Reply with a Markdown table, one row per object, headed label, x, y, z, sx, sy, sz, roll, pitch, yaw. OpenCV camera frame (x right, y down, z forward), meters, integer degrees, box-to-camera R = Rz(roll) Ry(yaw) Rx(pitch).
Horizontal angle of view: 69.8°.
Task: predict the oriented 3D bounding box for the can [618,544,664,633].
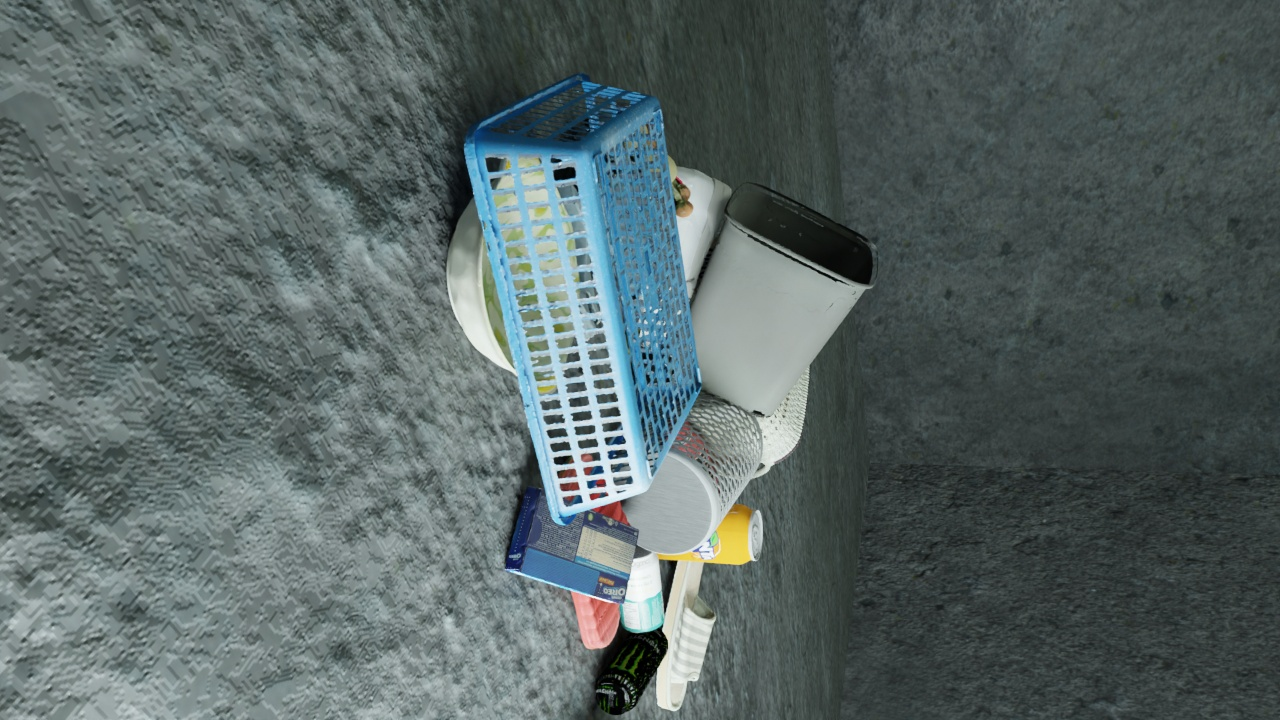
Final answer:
| label | x | y | z | sx | sy | sz | roll | pitch | yaw |
| --- | --- | --- | --- | --- | --- | --- | --- | --- | --- |
| can | -0.002 | 0.278 | 1.120 | 0.054 | 0.055 | 0.102 | -40 | 126 | -64 |

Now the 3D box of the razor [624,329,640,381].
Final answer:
| label | x | y | z | sx | sy | sz | roll | pitch | yaw |
| --- | --- | --- | --- | --- | --- | --- | --- | --- | --- |
| razor | -0.007 | 0.007 | 1.163 | 0.106 | 0.026 | 0.042 | 75 | 22 | -44 |

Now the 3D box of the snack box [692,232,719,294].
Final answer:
| label | x | y | z | sx | sy | sz | roll | pitch | yaw |
| --- | --- | --- | --- | --- | --- | --- | --- | --- | --- |
| snack box | 0.101 | -0.135 | 1.269 | 0.026 | 0.150 | 0.082 | -49 | 133 | -61 |

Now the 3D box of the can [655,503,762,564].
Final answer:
| label | x | y | z | sx | sy | sz | roll | pitch | yaw |
| --- | --- | --- | --- | --- | --- | --- | --- | --- | --- |
| can | 0.087 | 0.231 | 1.234 | 0.079 | 0.143 | 0.079 | 0 | 89 | -70 |

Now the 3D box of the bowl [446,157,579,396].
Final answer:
| label | x | y | z | sx | sy | sz | roll | pitch | yaw |
| --- | --- | --- | --- | --- | --- | --- | --- | --- | --- |
| bowl | -0.117 | -0.074 | 0.809 | 0.188 | 0.060 | 0.219 | -37 | 123 | -65 |

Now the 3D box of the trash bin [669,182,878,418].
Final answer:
| label | x | y | z | sx | sy | sz | roll | pitch | yaw |
| --- | --- | --- | --- | --- | --- | --- | --- | --- | --- |
| trash bin | 0.157 | -0.071 | 1.159 | 0.221 | 0.197 | 0.196 | -64 | 177 | 29 |

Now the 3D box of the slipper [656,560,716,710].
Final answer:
| label | x | y | z | sx | sy | sz | roll | pitch | yaw |
| --- | --- | --- | --- | --- | --- | --- | --- | --- | --- |
| slipper | 0.071 | 0.357 | 1.302 | 0.114 | 0.054 | 0.272 | 28 | 68 | -64 |

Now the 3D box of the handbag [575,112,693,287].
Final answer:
| label | x | y | z | sx | sy | sz | roll | pitch | yaw |
| --- | --- | --- | --- | --- | --- | --- | --- | --- | --- |
| handbag | -0.004 | -0.179 | 1.022 | 0.121 | 0.119 | 0.192 | -99 | 169 | -50 |

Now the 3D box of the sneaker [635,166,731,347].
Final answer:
| label | x | y | z | sx | sy | sz | roll | pitch | yaw |
| --- | --- | --- | --- | --- | --- | --- | --- | --- | --- |
| sneaker | 0.023 | -0.138 | 1.174 | 0.236 | 0.104 | 0.090 | -66 | -164 | -1 |

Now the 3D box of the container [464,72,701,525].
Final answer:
| label | x | y | z | sx | sy | sz | roll | pitch | yaw |
| --- | --- | --- | --- | --- | --- | --- | --- | --- | --- |
| container | -0.027 | -0.063 | 0.837 | 0.256 | 0.089 | 0.363 | -56 | 141 | -58 |

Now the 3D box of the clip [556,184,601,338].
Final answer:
| label | x | y | z | sx | sy | sz | roll | pitch | yaw |
| --- | --- | --- | --- | --- | --- | --- | --- | --- | --- |
| clip | -0.072 | -0.120 | 0.978 | 0.173 | 0.031 | 0.164 | 55 | 41 | -58 |

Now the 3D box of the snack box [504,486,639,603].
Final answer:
| label | x | y | z | sx | sy | sz | roll | pitch | yaw |
| --- | --- | --- | --- | --- | --- | --- | --- | --- | --- |
| snack box | -0.064 | 0.187 | 0.913 | 0.150 | 0.027 | 0.082 | 32 | 65 | -41 |

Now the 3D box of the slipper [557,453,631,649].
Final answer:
| label | x | y | z | sx | sy | sz | roll | pitch | yaw |
| --- | --- | --- | --- | --- | --- | --- | --- | --- | --- |
| slipper | -0.041 | 0.210 | 1.011 | 0.103 | 0.059 | 0.249 | -54 | 140 | -58 |

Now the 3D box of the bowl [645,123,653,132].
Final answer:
| label | x | y | z | sx | sy | sz | roll | pitch | yaw |
| --- | --- | --- | --- | --- | --- | --- | --- | --- | --- |
| bowl | -0.007 | -0.266 | 1.157 | 0.101 | 0.026 | 0.114 | -45 | 132 | -63 |

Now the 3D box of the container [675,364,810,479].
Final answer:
| label | x | y | z | sx | sy | sz | roll | pitch | yaw |
| --- | --- | --- | --- | --- | --- | --- | --- | --- | --- |
| container | 0.147 | 0.033 | 1.364 | 0.143 | 0.185 | 0.250 | 54 | 39 | -44 |

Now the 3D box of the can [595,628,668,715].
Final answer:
| label | x | y | z | sx | sy | sz | roll | pitch | yaw |
| --- | --- | --- | --- | --- | --- | --- | --- | --- | --- |
| can | -0.009 | 0.367 | 1.098 | 0.137 | 0.054 | 0.054 | -33 | 121 | -66 |

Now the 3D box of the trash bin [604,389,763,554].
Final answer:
| label | x | y | z | sx | sy | sz | roll | pitch | yaw |
| --- | --- | --- | --- | --- | --- | --- | --- | --- | --- |
| trash bin | 0.053 | 0.134 | 1.135 | 0.182 | 0.157 | 0.156 | -44 | 130 | -60 |

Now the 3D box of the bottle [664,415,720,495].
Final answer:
| label | x | y | z | sx | sy | sz | roll | pitch | yaw |
| --- | --- | --- | --- | --- | --- | --- | --- | --- | --- |
| bottle | 0.068 | 0.145 | 1.303 | 0.177 | 0.062 | 0.062 | 70 | 28 | -43 |
